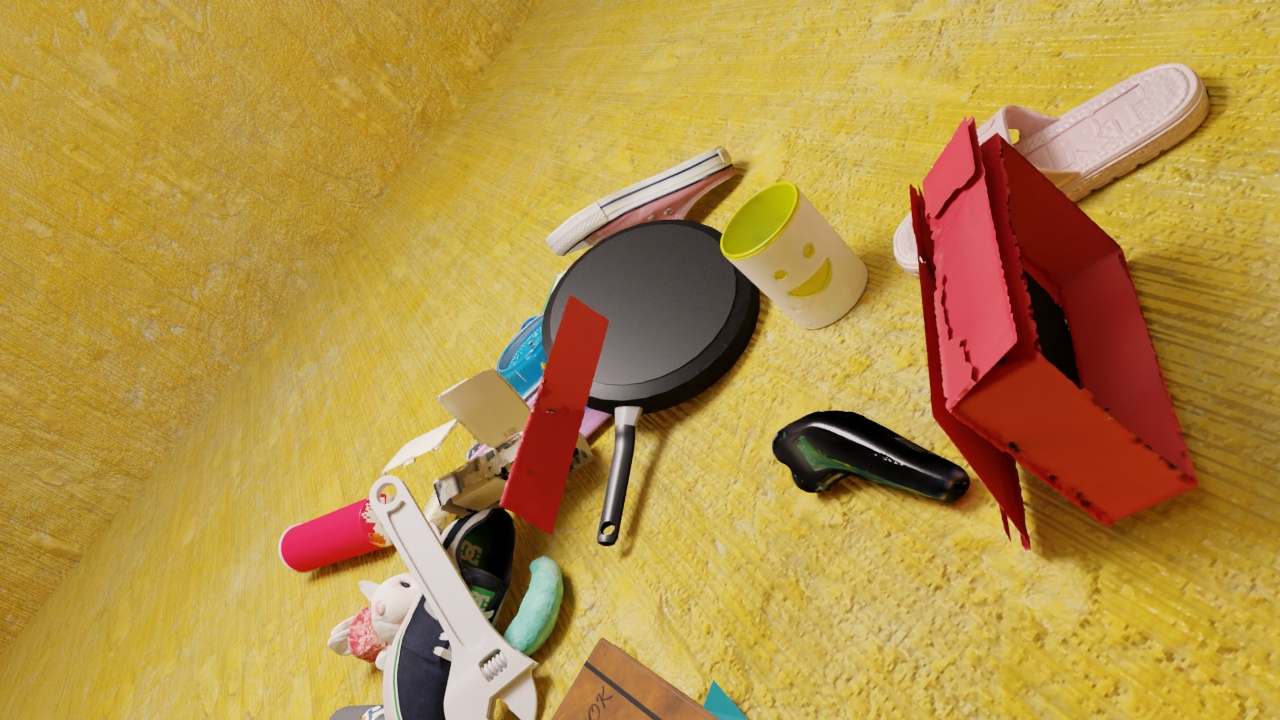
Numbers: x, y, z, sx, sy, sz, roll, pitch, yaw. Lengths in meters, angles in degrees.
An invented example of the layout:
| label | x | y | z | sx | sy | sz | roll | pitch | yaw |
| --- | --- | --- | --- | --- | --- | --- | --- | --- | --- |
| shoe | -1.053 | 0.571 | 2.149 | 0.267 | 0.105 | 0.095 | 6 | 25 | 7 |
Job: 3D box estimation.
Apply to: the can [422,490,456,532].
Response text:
| label | x | y | z | sx | sy | sz | roll | pitch | yaw |
| --- | --- | --- | --- | --- | --- | --- | --- | --- | --- |
| can | -0.237 | 0.183 | 1.074 | 0.038 | 0.038 | 0.079 | -9 | 48 | 51 |

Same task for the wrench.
| label | x | y | z | sx | sy | sz | roll | pitch | yaw |
| --- | --- | --- | --- | --- | --- | --- | --- | --- | --- |
| wrench | -0.177 | 0.215 | 0.808 | 0.086 | 0.018 | 0.273 | -38 | 64 | -4 |

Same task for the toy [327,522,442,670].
| label | x | y | z | sx | sy | sz | roll | pitch | yaw |
| --- | --- | --- | --- | --- | --- | --- | --- | --- | --- |
| toy | -0.249 | 0.265 | 0.949 | 0.195 | 0.084 | 0.159 | -27 | 64 | 36 |

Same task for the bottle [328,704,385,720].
| label | x | y | z | sx | sy | sz | roll | pitch | yaw |
| --- | --- | --- | --- | --- | --- | --- | --- | --- | --- |
| bottle | -0.264 | 0.359 | 0.891 | 0.113 | 0.047 | 0.046 | -22 | 39 | 42 |

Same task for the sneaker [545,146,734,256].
| label | x | y | z | sx | sy | sz | roll | pitch | yaw |
| --- | --- | --- | --- | --- | --- | --- | --- | --- | --- |
| sneaker | 0.007 | -0.169 | 1.097 | 0.241 | 0.088 | 0.118 | -24 | 9 | 6 |

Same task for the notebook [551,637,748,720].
| label | x | y | z | sx | sy | sz | roll | pitch | yaw |
| --- | --- | --- | --- | --- | --- | --- | --- | --- | --- |
| notebook | -0.001 | 0.295 | 0.620 | 0.178 | 0.014 | 0.250 | -58 | 29 | -14 |

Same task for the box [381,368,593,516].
| label | x | y | z | sx | sy | sz | roll | pitch | yaw |
| --- | --- | --- | --- | --- | --- | --- | --- | --- | --- |
| box | -0.149 | 0.081 | 0.884 | 0.143 | 0.191 | 0.069 | -30 | 65 | 9 |

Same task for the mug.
| label | x | y | z | sx | sy | sz | roll | pitch | yaw |
| --- | --- | --- | --- | --- | --- | --- | --- | --- | --- |
| mug | 0.134 | -0.089 | 0.793 | 0.083 | 0.106 | 0.082 | -36 | 31 | 26 |

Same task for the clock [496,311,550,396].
| label | x | y | z | sx | sy | sz | roll | pitch | yaw |
| --- | --- | --- | --- | --- | --- | --- | --- | --- | --- |
| clock | -0.108 | -0.017 | 1.077 | 0.117 | 0.060 | 0.161 | -31 | 27 | 36 |

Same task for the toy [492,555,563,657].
| label | x | y | z | sx | sy | sz | roll | pitch | yaw |
| --- | --- | --- | --- | --- | --- | --- | --- | --- | --- |
| toy | -0.098 | 0.227 | 0.829 | 0.085 | 0.033 | 0.105 | -17 | 44 | 60 |

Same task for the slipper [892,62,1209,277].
| label | x | y | z | sx | sy | sz | roll | pitch | yaw |
| --- | --- | --- | --- | --- | --- | --- | --- | --- | --- |
| slipper | 0.289 | -0.152 | 0.689 | 0.240 | 0.064 | 0.094 | -30 | 34 | 30 |

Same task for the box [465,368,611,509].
| label | x | y | z | sx | sy | sz | roll | pitch | yaw |
| --- | --- | --- | --- | --- | --- | --- | --- | --- | --- |
| box | -0.097 | 0.058 | 0.986 | 0.214 | 0.077 | 0.096 | -44 | 27 | 11 |

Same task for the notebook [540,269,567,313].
| label | x | y | z | sx | sy | sz | roll | pitch | yaw |
| --- | --- | --- | --- | --- | --- | --- | --- | --- | --- |
| notebook | -0.083 | -0.051 | 1.163 | 0.182 | 0.010 | 0.251 | -25 | 37 | 40 |

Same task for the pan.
| label | x | y | z | sx | sy | sz | roll | pitch | yaw |
| --- | --- | --- | --- | --- | --- | --- | --- | --- | --- |
| pan | -0.005 | 0.005 | 0.880 | 0.226 | 0.034 | 0.355 | -3 | 57 | 22 |

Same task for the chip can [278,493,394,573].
| label | x | y | z | sx | sy | sz | roll | pitch | yaw |
| --- | --- | --- | --- | --- | --- | --- | --- | --- | --- |
| chip can | -0.397 | 0.231 | 1.216 | 0.221 | 0.069 | 0.069 | -23 | 38 | 40 |

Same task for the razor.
| label | x | y | z | sx | sy | sz | roll | pitch | yaw |
| --- | --- | --- | --- | --- | --- | --- | --- | --- | --- |
| razor | 0.157 | 0.073 | 0.636 | 0.151 | 0.053 | 0.067 | 18 | 99 | 52 |

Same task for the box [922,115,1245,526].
| label | x | y | z | sx | sy | sz | roll | pitch | yaw |
| --- | --- | --- | --- | --- | --- | --- | --- | --- | --- |
| box | 0.272 | -0.096 | 0.452 | 0.213 | 0.153 | 0.326 | -76 | 12 | -46 |

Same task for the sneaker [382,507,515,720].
| label | x | y | z | sx | sy | sz | roll | pitch | yaw |
| --- | --- | --- | --- | --- | --- | --- | --- | --- | --- |
| sneaker | -0.167 | 0.240 | 0.840 | 0.079 | 0.084 | 0.234 | -35 | 34 | 43 |
